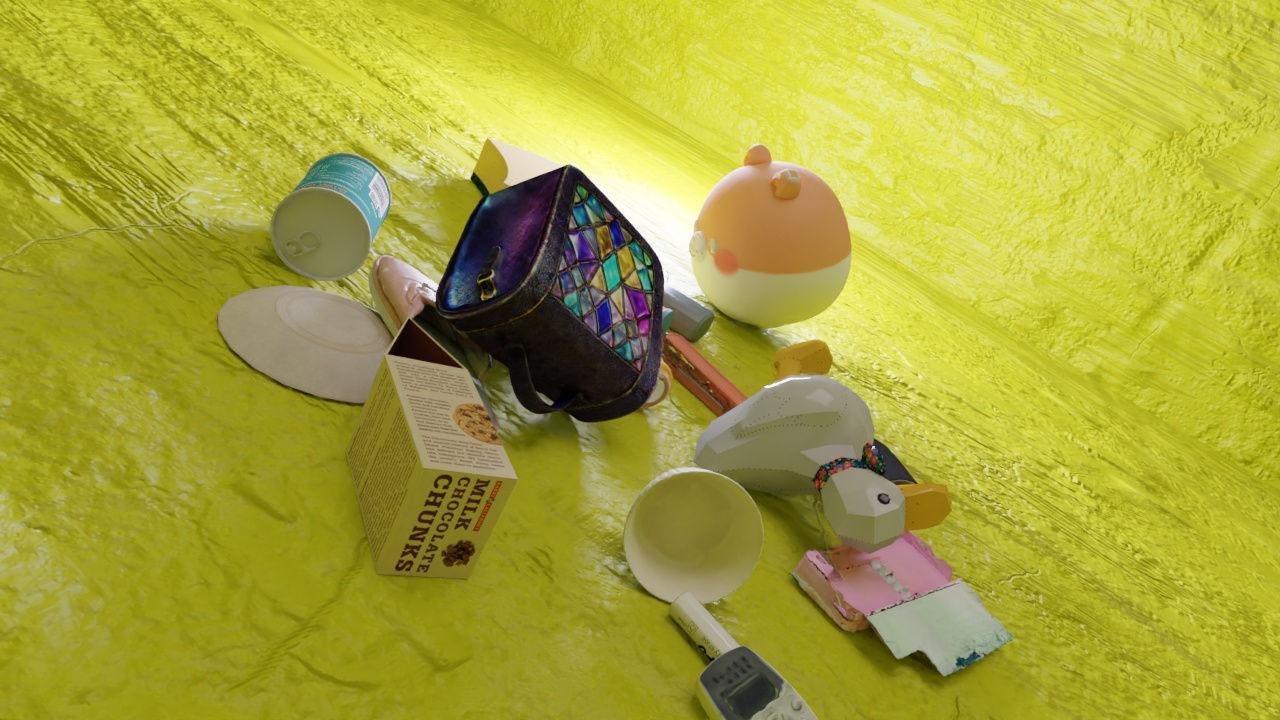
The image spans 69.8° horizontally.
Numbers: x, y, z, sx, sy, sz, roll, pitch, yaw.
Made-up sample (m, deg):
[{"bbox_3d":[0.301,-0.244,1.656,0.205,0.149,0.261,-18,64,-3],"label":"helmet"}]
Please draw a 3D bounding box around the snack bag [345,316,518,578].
[{"bbox_3d":[-0.173,0.058,0.707,0.069,0.094,0.206,12,26,-34],"label":"snack bag"}]

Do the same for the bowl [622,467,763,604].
[{"bbox_3d":[0.041,0.140,0.773,0.115,0.115,0.062,25,7,-8],"label":"bowl"}]

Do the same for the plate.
[{"bbox_3d":[-0.287,-0.025,0.849,0.188,0.027,0.188,24,22,-11],"label":"plate"}]

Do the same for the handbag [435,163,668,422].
[{"bbox_3d":[-0.079,-0.050,0.895,0.205,0.126,0.221,42,46,-43],"label":"handbag"}]

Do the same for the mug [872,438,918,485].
[{"bbox_3d":[0.277,0.151,1.061,0.121,0.085,0.094,34,17,-29],"label":"mug"}]

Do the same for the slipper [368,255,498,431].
[{"bbox_3d":[-0.194,-0.026,0.888,0.114,0.054,0.274,35,15,-46],"label":"slipper"}]

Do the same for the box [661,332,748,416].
[{"bbox_3d":[0.088,0.027,1.160,0.187,0.053,0.058,43,-6,30],"label":"box"}]

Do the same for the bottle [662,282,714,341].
[{"bbox_3d":[0.026,-0.089,1.340,0.161,0.046,0.072,33,22,13],"label":"bottle"}]

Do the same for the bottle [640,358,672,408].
[{"bbox_3d":[-0.006,0.006,1.066,0.063,0.063,0.108,14,25,-32],"label":"bottle"}]

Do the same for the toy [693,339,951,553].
[{"bbox_3d":[0.181,0.097,0.972,0.247,0.141,0.267,-2,35,2],"label":"toy"}]

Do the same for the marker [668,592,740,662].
[{"bbox_3d":[0.070,0.231,0.706,0.025,0.025,0.126,1,34,-49],"label":"marker"}]

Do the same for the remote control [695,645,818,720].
[{"bbox_3d":[0.090,0.256,0.643,0.060,0.028,0.114,-24,52,-28],"label":"remote control"}]

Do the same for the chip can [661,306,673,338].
[{"bbox_3d":[-0.069,-0.085,1.166,0.213,0.087,0.086,33,22,10],"label":"chip can"}]

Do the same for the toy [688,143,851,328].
[{"bbox_3d":[0.206,-0.195,1.486,0.265,0.281,0.262,-10,34,-13],"label":"toy"}]

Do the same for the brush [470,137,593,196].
[{"bbox_3d":[-0.153,-0.249,1.444,0.195,0.075,0.250,17,24,-25],"label":"brush"}]

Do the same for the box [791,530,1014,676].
[{"bbox_3d":[0.268,0.240,0.908,0.230,0.035,0.159,3,33,-48],"label":"box"}]

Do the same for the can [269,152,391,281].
[{"bbox_3d":[-0.332,-0.159,0.997,0.099,0.099,0.143,22,23,-16],"label":"can"}]
